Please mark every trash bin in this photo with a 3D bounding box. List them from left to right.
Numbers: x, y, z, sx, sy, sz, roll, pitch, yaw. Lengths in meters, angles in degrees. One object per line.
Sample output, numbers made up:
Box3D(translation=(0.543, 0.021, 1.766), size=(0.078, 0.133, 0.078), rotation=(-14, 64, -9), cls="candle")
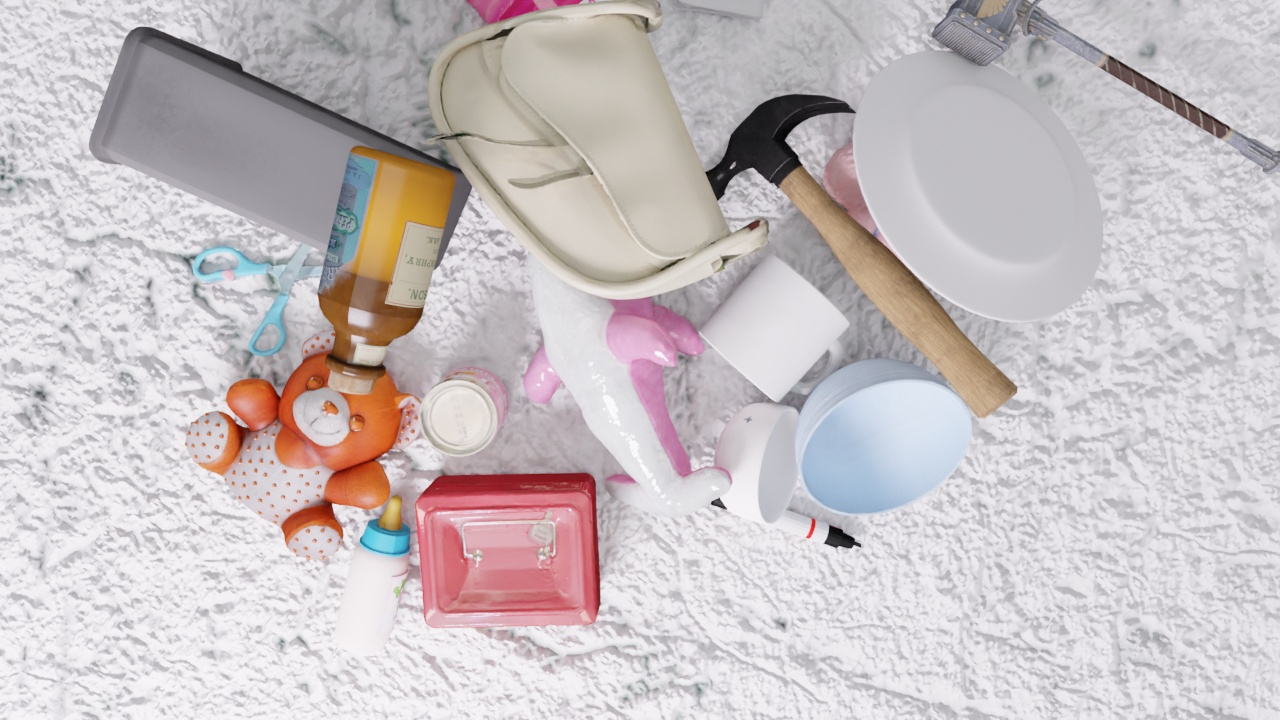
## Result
Box3D(translation=(-0.256, -0.150, 0.704), size=(0.220, 0.191, 0.098), rotation=(24, 98, -6), cls="trash bin")

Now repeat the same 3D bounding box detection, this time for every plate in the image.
Box3D(translation=(0.279, -0.147, 0.732), size=(0.242, 0.016, 0.242), rotation=(7, 70, -19), cls="plate")

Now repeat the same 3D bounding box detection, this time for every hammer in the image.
Box3D(translation=(0.185, -0.084, 0.733), size=(0.132, 0.040, 0.305), rotation=(-44, 75, 20), cls="hammer")
Box3D(translation=(0.406, -0.236, 0.762), size=(0.322, 0.044, 0.098), rotation=(28, 84, -5), cls="hammer")

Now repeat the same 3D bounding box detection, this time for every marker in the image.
Box3D(translation=(0.136, 0.147, 0.841), size=(0.145, 0.019, 0.019), rotation=(20, 98, -4), cls="marker")

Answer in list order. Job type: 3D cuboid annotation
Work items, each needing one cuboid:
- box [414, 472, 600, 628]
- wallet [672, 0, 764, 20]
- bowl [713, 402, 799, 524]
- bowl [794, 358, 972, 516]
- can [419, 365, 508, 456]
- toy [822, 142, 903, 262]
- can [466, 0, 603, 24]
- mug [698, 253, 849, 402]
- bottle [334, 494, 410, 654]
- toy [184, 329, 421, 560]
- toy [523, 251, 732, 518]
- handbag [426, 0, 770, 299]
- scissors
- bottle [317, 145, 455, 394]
Box3D(translation=(-0.113, 0.165, 0.807), size=(0.158, 0.086, 0.129), rotation=(-1, 100, 0), cls="box")
Box3D(translation=(0.069, -0.344, 0.759), size=(0.086, 0.032, 0.116), rotation=(9, 97, -13), cls="wallet")
Box3D(translation=(0.099, 0.086, 0.794), size=(0.054, 0.104, 0.105), rotation=(9, 100, 29), cls="bowl")
Box3D(translation=(0.198, 0.055, 0.789), size=(0.150, 0.074, 0.151), rotation=(-5, 126, -7), cls="bowl")
Box3D(translation=(-0.151, 0.042, 0.792), size=(0.067, 0.076, 0.067), rotation=(0, 98, -1), cls="can")
Box3D(translation=(0.206, -0.134, 0.783), size=(0.108, 0.053, 0.105), rotation=(12, 108, 2), cls="toy")
Box3D(translation=(-0.074, -0.281, 0.736), size=(0.088, 0.088, 0.166), rotation=(-42, 97, 5), cls="can")
Box3D(translation=(0.123, -0.019, 0.783), size=(0.121, 0.091, 0.090), rotation=(39, 96, -23), cls="mug")
Box3D(translation=(-0.236, 0.189, 0.827), size=(0.051, 0.051, 0.146), rotation=(16, 98, -3), cls="bottle")
Box3D(translation=(-0.279, 0.067, 0.786), size=(0.164, 0.093, 0.172), rotation=(44, 94, -1), cls="toy")
Box3D(translation=(-0.005, 0.005, 0.783), size=(0.127, 0.187, 0.265), rotation=(-31, 100, -39), cls="toy")
Box3D(translation=(-0.036, -0.146, 0.642), size=(0.184, 0.132, 0.229), rotation=(-25, 91, 9), cls="handbag")
Box3D(translation=(-0.322, -0.058, 0.806), size=(0.136, 0.015, 0.126), rotation=(-3, 100, 5), cls="scissors")
Box3D(translation=(-0.171, -0.054, 0.596), size=(0.068, 0.067, 0.157), rotation=(16, 99, -3), cls="bottle")
